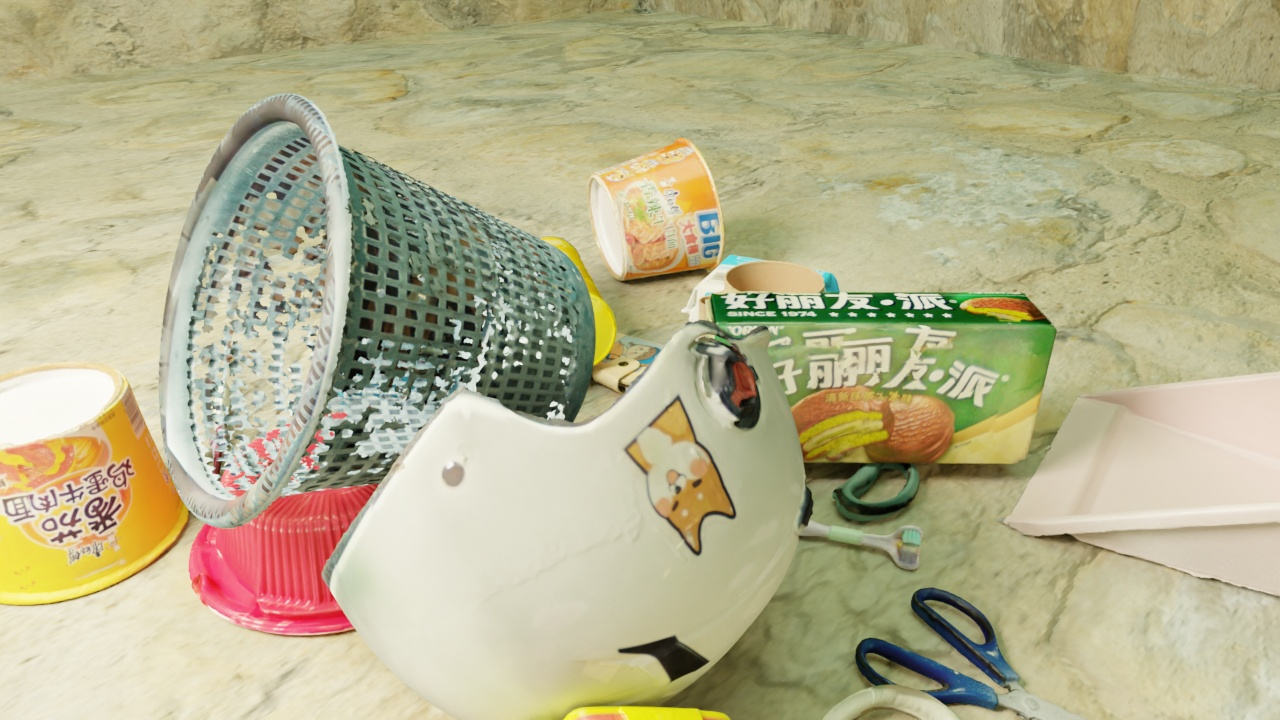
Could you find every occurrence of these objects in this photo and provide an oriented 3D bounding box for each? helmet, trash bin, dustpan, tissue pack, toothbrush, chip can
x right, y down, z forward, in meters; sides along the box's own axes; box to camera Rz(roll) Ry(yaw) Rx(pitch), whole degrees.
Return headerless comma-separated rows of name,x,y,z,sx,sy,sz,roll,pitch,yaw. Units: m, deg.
helmet,-0.014,0.099,0.480,0.273,0.231,0.157,-15,71,-39
trash bin,-0.142,-0.015,0.540,0.194,0.227,0.227,10,15,-44
dustpan,0.420,0.048,0.622,0.274,0.139,0.221,18,33,28
tissue pack,0.119,-0.054,0.891,0.140,0.063,0.089,13,32,24
toothbrush,-0.335,0.063,0.720,0.017,0.016,0.187,-18,32,-12
toothbrush,0.094,0.111,0.629,0.189,0.029,0.021,8,-11,18
chip can,-0.075,-0.061,0.871,0.072,0.072,0.213,-5,22,-10

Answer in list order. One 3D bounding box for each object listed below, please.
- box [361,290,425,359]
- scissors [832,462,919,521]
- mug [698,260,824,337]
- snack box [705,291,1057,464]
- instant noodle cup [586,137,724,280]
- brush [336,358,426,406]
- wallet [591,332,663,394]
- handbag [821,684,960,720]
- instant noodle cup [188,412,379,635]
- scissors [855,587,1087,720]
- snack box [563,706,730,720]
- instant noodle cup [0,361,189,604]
box,-0.168,-0.010,0.782,0.184,0.090,0.059,10,31,22
scissors,0.141,0.064,0.719,0.180,0.019,0.169,9,31,18
mug,0.096,-0.017,0.778,0.124,0.104,0.084,-22,35,-35
snack box,0.166,0.013,0.673,0.240,0.115,0.063,1,28,0
instant noodle cup,0.012,-0.159,1.014,0.111,0.151,0.151,-17,31,-14
brush,-0.190,0.032,0.735,0.144,0.055,0.073,12,30,21
wallet,-0.005,0.005,0.825,0.115,0.024,0.087,17,28,30
handbag,0.128,0.209,0.404,0.163,0.063,0.178,-8,25,-18
instant noodle cup,-0.202,0.092,0.613,0.194,0.066,0.193,0,27,0
scissors,0.195,0.183,0.500,0.157,0.012,0.165,-2,29,-9
snack box,0.003,0.199,0.387,0.091,0.082,0.080,13,26,-29
instant noodle cup,-0.382,0.073,0.599,0.138,0.110,0.137,0,29,0
